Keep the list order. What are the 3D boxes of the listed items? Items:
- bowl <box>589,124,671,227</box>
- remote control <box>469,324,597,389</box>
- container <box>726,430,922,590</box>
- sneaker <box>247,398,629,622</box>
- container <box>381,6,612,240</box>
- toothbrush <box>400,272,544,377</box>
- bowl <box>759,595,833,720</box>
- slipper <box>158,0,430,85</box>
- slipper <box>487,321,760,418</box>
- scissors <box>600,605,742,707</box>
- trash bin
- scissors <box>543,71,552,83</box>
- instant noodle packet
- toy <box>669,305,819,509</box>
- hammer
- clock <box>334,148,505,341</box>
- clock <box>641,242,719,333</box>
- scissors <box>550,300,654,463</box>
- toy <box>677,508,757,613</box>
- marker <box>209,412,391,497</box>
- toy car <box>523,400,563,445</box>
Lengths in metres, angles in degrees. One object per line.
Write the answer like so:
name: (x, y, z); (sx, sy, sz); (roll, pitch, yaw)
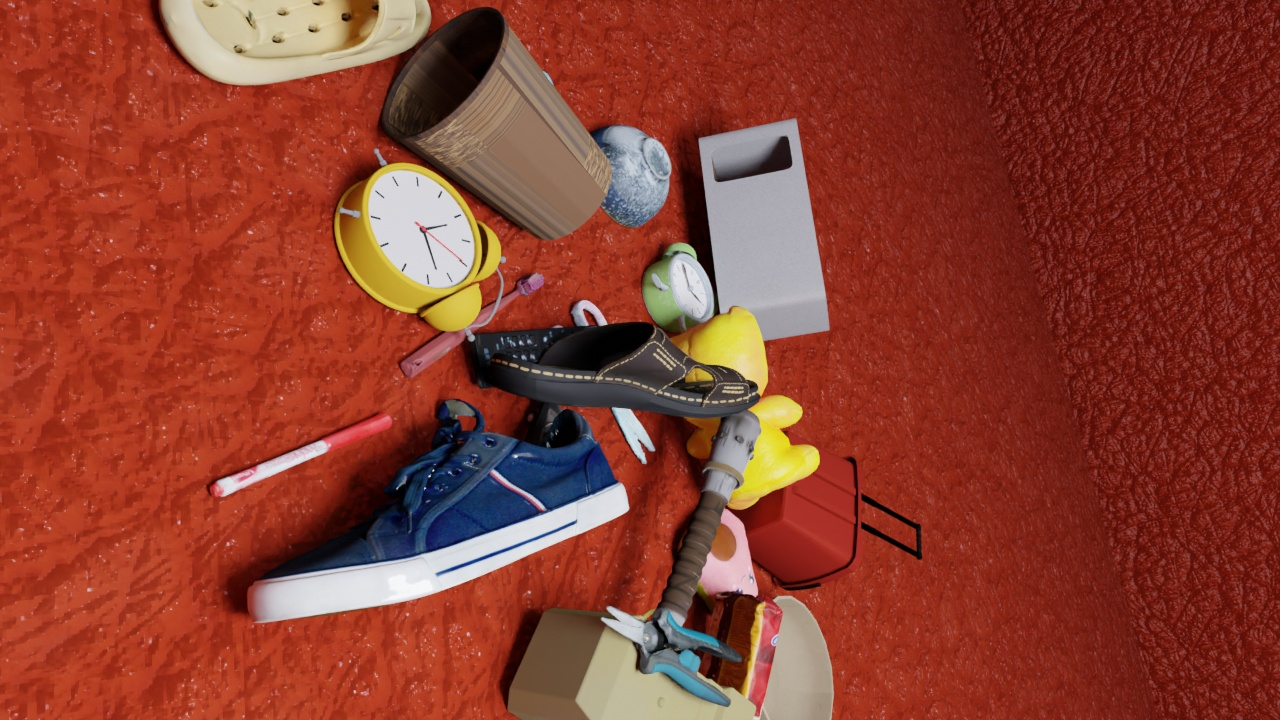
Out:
bowl: (-0.004, -0.208, 0.992); (0.114, 0.061, 0.114); (28, 52, -43)
remote control: (-0.089, -0.004, 0.803); (0.150, 0.022, 0.047); (-6, 84, -49)
container: (0.199, 0.179, 1.022); (0.200, 0.127, 0.147); (33, 48, -28)
sneaker: (-0.136, 0.089, 0.634); (0.293, 0.121, 0.127); (-16, 87, -48)
container: (-0.113, -0.191, 0.789); (0.167, 0.132, 0.132); (40, 45, -44)
toothbrush: (-0.135, -0.034, 0.771); (0.016, 0.017, 0.189); (62, 36, -13)
bowl: (0.137, 0.321, 0.938); (0.152, 0.051, 0.152); (27, 53, -44)
slipper: (-0.241, -0.283, 0.697); (0.111, 0.079, 0.260); (57, 38, -13)
slipper: (-0.005, 0.005, 0.787); (0.267, 0.113, 0.076); (7, 92, -37)
scissors: (0.027, 0.218, 0.669); (0.127, 0.019, 0.142); (-23, 98, -45)
trash bin: (0.146, -0.149, 1.082); (0.114, 0.114, 0.228); (53, 30, -68)
scissors: (-0.121, -0.254, 0.899); (0.133, 0.015, 0.134); (36, 42, -37)
instant noodle packet: (0.086, 0.277, 0.830); (0.039, 0.099, 0.135); (18, 76, -14)
toy: (0.085, 0.055, 0.922); (0.087, 0.135, 0.194); (-18, 83, -57)
hammer: (0.040, 0.179, 0.779); (0.190, 0.101, 0.323); (46, 53, -31)
clock: (-0.168, -0.089, 0.724); (0.152, 0.052, 0.113); (41, 45, -30)
clock: (0.044, -0.077, 1.010); (0.119, 0.043, 0.094); (-43, 110, -52)
scissors: (-0.024, 0.020, 0.895); (0.179, 0.016, 0.102); (52, 41, -23)
toy: (0.081, 0.206, 0.916); (0.089, 0.051, 0.110); (-35, 105, -48)
marker: (-0.223, 0.061, 0.613); (0.141, 0.013, 0.013); (-26, 95, -54)
toy car: (-0.080, 0.077, 0.774); (0.040, 0.037, 0.092); (44, 43, -32)
